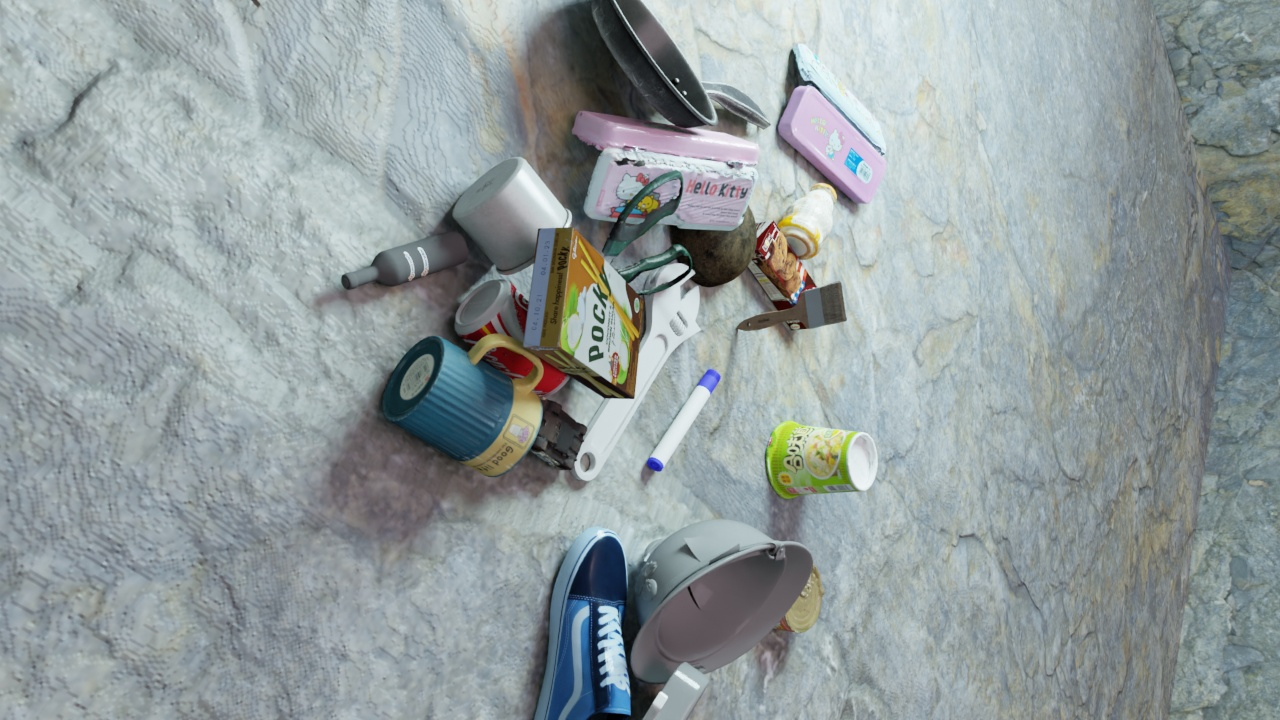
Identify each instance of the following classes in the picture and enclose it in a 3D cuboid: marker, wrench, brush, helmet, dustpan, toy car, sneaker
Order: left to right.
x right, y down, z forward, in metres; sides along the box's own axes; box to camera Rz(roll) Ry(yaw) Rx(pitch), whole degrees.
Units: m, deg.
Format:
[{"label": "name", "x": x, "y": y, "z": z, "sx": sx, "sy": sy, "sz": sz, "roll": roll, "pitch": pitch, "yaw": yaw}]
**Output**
[{"label": "toy car", "x": -0.085, "y": 0.066, "z": 0.843, "sx": 0.048, "sy": 0.040, "sz": 0.113, "roll": -70, "pitch": 156, "yaw": -16}, {"label": "sneaker", "x": -0.033, "y": 0.279, "z": 0.850, "sx": 0.083, "sy": 0.098, "sz": 0.241, "roll": 25, "pitch": 70, "yaw": -42}, {"label": "wrench", "x": -0.006, "y": 0.006, "z": 0.957, "sx": 0.087, "sy": 0.018, "sz": 0.272, "roll": 53, "pitch": 54, "yaw": -30}, {"label": "dustpan", "x": 0.009, "y": 0.344, "z": 0.826, "sx": 0.162, "sy": 0.033, "sz": 0.258, "roll": -50, "pitch": 166, "yaw": -31}, {"label": "marker", "x": 0.049, "y": 0.064, "z": 1.008, "sx": 0.020, "sy": 0.020, "sz": 0.141, "roll": 56, "pitch": 51, "yaw": -27}, {"label": "helmet", "x": 0.056, "y": 0.223, "z": 0.939, "sx": 0.270, "sy": 0.118, "sz": 0.184, "roll": 11, "pitch": 115, "yaw": -50}, {"label": "brush", "x": 0.169, "y": -0.051, "z": 1.051, "sx": 0.008, "sy": 0.143, "sz": 0.045, "roll": 2, "pitch": 77, "yaw": -47}]

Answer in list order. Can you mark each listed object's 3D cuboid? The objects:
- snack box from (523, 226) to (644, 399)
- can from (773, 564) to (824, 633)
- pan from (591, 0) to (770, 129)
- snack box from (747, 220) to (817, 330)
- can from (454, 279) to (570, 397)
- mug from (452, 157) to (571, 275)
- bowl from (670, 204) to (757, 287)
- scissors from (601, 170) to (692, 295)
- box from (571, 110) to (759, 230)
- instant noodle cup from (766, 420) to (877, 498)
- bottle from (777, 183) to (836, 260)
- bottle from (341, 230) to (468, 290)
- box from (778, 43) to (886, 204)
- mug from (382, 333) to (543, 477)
[{"label": "snack box", "x": -0.045, "y": -0.035, "z": 0.818, "sx": 0.186, "sy": 0.032, "sz": 0.101, "roll": 40, "pitch": 54, "yaw": -66}, {"label": "can", "x": 0.182, "y": 0.284, "z": 1.114, "sx": 0.086, "sy": 0.043, "sz": 0.086, "roll": 4, "pitch": 85, "yaw": -46}, {"label": "pan", "x": 0.057, "y": -0.304, "z": 0.998, "sx": 0.356, "sy": 0.055, "sz": 0.187, "roll": 12, "pitch": 48, "yaw": -61}, {"label": "snack box", "x": 0.178, "y": -0.104, "z": 1.143, "sx": 0.141, "sy": 0.032, "sz": 0.050, "roll": 50, "pitch": 55, "yaw": -32}, {"label": "can", "x": -0.110, "y": -0.018, "z": 0.814, "sx": 0.105, "sy": 0.064, "sz": 0.064, "roll": 48, "pitch": 55, "yaw": -33}, {"label": "mug", "x": -0.112, "y": -0.136, "z": 0.817, "sx": 0.070, "sy": 0.084, "sz": 0.113, "roll": 50, "pitch": 25, "yaw": -29}, {"label": "bowl", "x": 0.095, "y": -0.147, "z": 1.042, "sx": 0.121, "sy": 0.056, "sz": 0.121, "roll": 4, "pitch": 84, "yaw": -46}, {"label": "scissors", "x": -0.018, "y": -0.084, "z": 0.921, "sx": 0.209, "sy": 0.015, "sz": 0.147, "roll": -42, "pitch": 142, "yaw": -13}, {"label": "box", "x": 0.025, "y": -0.190, "z": 0.950, "sx": 0.201, "sy": 0.087, "sz": 0.103, "roll": -1, "pitch": 112, "yaw": -34}, {"label": "instant noodle cup", "x": 0.226, "y": 0.123, "z": 1.124, "sx": 0.098, "sy": 0.108, "sz": 0.099, "roll": 4, "pitch": 85, "yaw": -47}, {"label": "bottle", "x": 0.214, "y": -0.179, "z": 1.164, "sx": 0.063, "sy": 0.063, "sz": 0.108, "roll": 54, "pitch": 52, "yaw": -29}, {"label": "bottle", "x": -0.195, "y": -0.079, "z": 0.754, "sx": 0.112, "sy": 0.030, "sz": 0.030, "roll": -27, "pitch": 107, "yaw": -44}, {"label": "box", "x": 0.268, "y": -0.321, "z": 1.246, "sx": 0.214, "sy": 0.049, "sz": 0.149, "roll": 27, "pitch": 65, "yaw": -42}, {"label": "mug", "x": -0.137, "y": 0.026, "z": 0.758, "sx": 0.114, "sy": 0.083, "sz": 0.107, "roll": -47, "pitch": 125, "yaw": 10}]
